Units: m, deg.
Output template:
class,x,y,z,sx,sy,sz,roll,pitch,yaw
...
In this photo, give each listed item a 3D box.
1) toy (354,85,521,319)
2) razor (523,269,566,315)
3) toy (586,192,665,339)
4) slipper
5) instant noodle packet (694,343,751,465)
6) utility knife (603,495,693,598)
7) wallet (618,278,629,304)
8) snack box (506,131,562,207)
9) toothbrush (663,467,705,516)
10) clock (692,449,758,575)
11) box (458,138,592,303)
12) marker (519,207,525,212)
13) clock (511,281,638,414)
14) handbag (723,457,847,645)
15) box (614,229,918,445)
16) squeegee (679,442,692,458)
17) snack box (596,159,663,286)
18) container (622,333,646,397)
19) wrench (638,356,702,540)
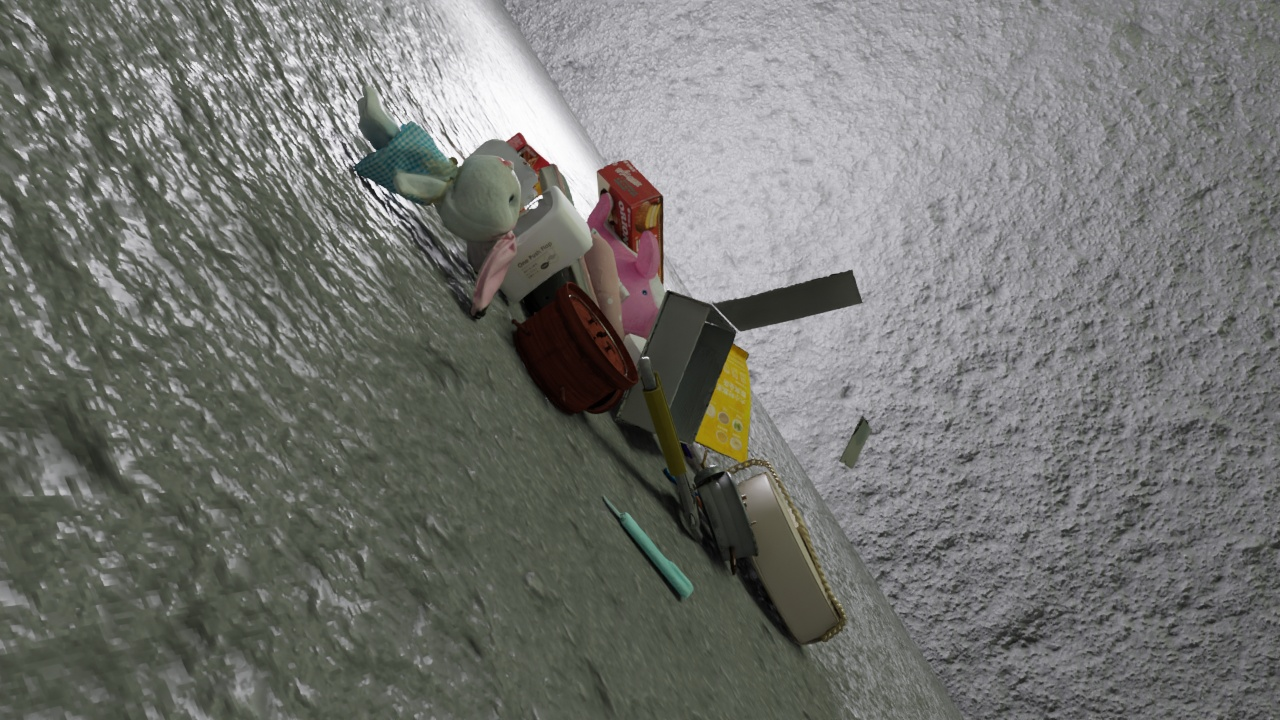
class,x,y,z,sx,sy,sz,roll,pitch,yaw
toy,-0.163,-0.155,0.790,0.205,0.106,0.131,53,7,-28
razor,-0.106,-0.081,1.015,0.140,0.053,0.064,-105,-175,-51
toy,-0.044,-0.120,1.356,0.265,0.127,0.187,61,-33,35
slipper,-0.059,-0.102,1.082,0.114,0.054,0.274,172,-99,-79
instant noodle packet,0.084,0.048,1.346,0.163,0.084,0.221,30,33,-21
utility knife,0.008,0.168,0.833,0.129,0.015,0.022,52,6,-15
wallet,-0.065,-0.114,1.237,0.032,0.086,0.116,-28,86,-42
snack box,-0.155,-0.228,1.136,0.021,0.089,0.133,59,10,13
toothbrush,0.070,0.173,1.139,0.135,0.017,0.021,51,13,-30
clock,0.100,0.175,1.092,0.104,0.056,0.147,74,-4,-69
box,-0.132,-0.155,0.936,0.137,0.109,0.124,53,9,-27
marker,-0.131,-0.138,1.151,0.145,0.023,0.021,62,3,32
clock,-0.061,-0.007,0.901,0.120,0.072,0.157,58,10,9
handbag,0.183,0.260,1.227,0.209,0.103,0.210,61,6,-24
box,0.135,-0.037,1.086,0.150,0.369,0.166,62,11,16
squeegee,0.092,0.086,1.437,0.184,0.055,0.249,37,20,-42
snack box,-0.015,-0.190,1.470,0.113,0.060,0.237,51,-24,37
container,-0.007,0.007,1.210,0.080,0.049,0.129,58,9,9
wrench,0.035,0.097,0.979,0.083,0.018,0.274,-99,173,-50
